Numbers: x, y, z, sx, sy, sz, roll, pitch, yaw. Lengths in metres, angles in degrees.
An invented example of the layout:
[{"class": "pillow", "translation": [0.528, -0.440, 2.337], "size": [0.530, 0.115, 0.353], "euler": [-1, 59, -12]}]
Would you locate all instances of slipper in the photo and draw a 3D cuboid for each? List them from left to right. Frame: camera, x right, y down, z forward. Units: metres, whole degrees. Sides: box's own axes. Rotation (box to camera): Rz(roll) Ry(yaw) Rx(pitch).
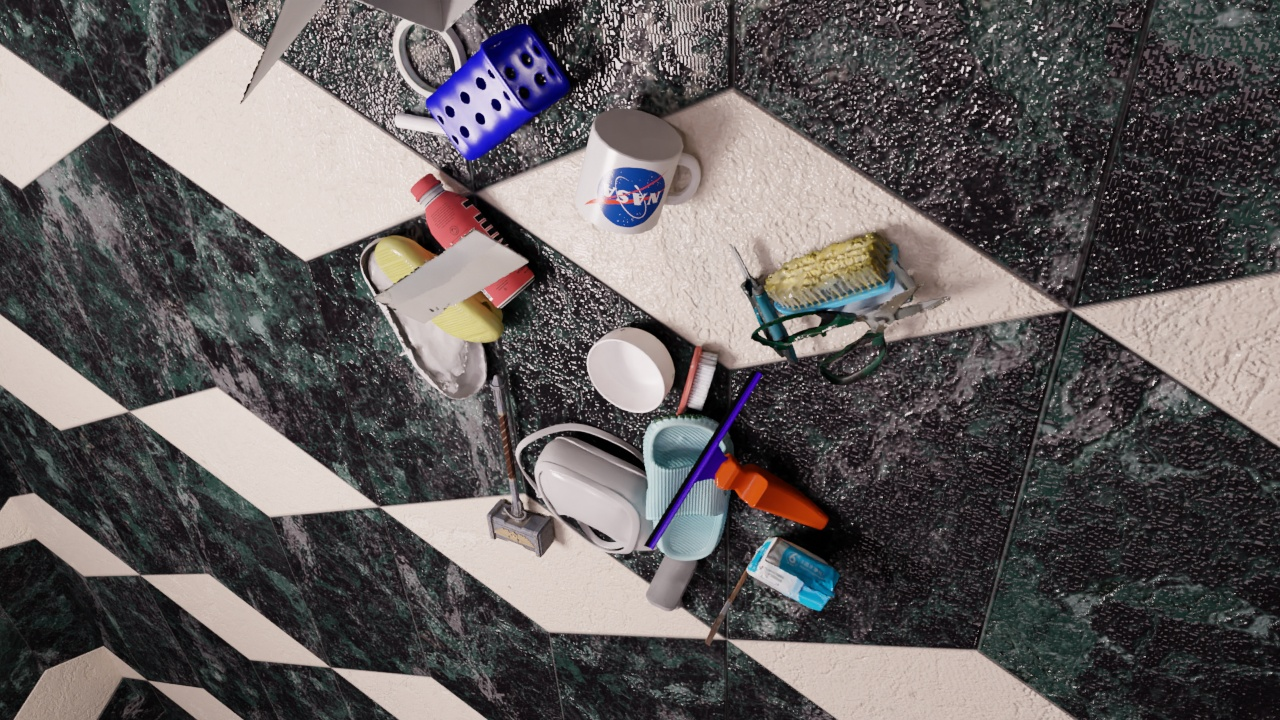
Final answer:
[{"class": "slipper", "translation": [-0.290, -0.054, 1.226], "size": [0.112, 0.074, 0.247], "euler": [-27, 111, 11]}, {"class": "slipper", "translation": [-0.246, -0.099, 1.157], "size": [0.092, 0.081, 0.190], "euler": [-16, 130, 44]}, {"class": "slipper", "translation": [0.062, 0.177, 1.155], "size": [0.116, 0.069, 0.277], "euler": [-5, 131, -4]}]

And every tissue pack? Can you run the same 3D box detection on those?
[{"class": "tissue pack", "translation": [0.187, 0.259, 1.134], "size": [0.093, 0.061, 0.144], "euler": [29, 170, 6]}]

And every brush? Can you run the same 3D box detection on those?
[{"class": "brush", "translation": [0.061, 0.052, 1.107], "size": [0.030, 0.040, 0.173], "euler": [17, 135, 2]}, {"class": "brush", "translation": [0.121, 0.298, 1.178], "size": [0.008, 0.142, 0.045], "euler": [28, 142, 14]}, {"class": "brush", "translation": [0.194, -0.072, 0.913], "size": [0.136, 0.055, 0.075], "euler": [-16, 135, 40]}]

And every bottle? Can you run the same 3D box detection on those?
[{"class": "bottle", "translation": [-0.206, -0.148, 1.106], "size": [0.176, 0.062, 0.062], "euler": [49, 134, -9]}]

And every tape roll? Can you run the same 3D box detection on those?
[{"class": "tape roll", "translation": [-0.232, -0.335, 1.013], "size": [0.093, 0.013, 0.093], "euler": [18, 132, 21]}]

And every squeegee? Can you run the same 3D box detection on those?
[{"class": "squeegee", "translation": [0.145, 0.155, 1.102], "size": [0.184, 0.055, 0.250], "euler": [28, 102, -11]}]

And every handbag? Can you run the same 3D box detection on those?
[{"class": "handbag", "translation": [-0.067, 0.198, 1.291], "size": [0.216, 0.095, 0.223], "euler": [24, 145, 17]}]

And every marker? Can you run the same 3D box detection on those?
[{"class": "marker", "translation": [-0.226, -0.267, 1.059], "size": [0.134, 0.017, 0.020], "euler": [16, 167, 22]}]

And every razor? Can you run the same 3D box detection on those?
[{"class": "razor", "translation": [0.048, 0.328, 1.311], "size": [0.047, 0.088, 0.116], "euler": [21, 151, 18]}]

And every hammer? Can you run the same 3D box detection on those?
[{"class": "hammer", "translation": [-0.189, 0.151, 1.336], "size": [0.098, 0.044, 0.323], "euler": [16, 130, 23]}]

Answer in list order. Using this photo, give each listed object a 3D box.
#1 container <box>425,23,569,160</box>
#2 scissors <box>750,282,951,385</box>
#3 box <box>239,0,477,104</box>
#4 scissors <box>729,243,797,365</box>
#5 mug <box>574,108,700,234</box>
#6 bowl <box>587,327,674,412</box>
[{"class": "container", "translation": [-0.150, -0.276, 0.955], "size": [0.114, 0.084, 0.084], "euler": [-23, 108, 43]}, {"class": "scissors", "translation": [0.229, -0.021, 0.920], "size": [0.210, 0.015, 0.154], "euler": [-15, 140, 37]}, {"class": "box", "translation": [-0.295, -0.311, 0.727], "size": [0.167, 0.504, 0.148], "euler": [-23, 105, 43]}, {"class": "scissors", "translation": [0.128, -0.057, 0.980], "size": [0.129, 0.019, 0.139], "euler": [54, 172, 24]}, {"class": "mug", "translation": [0.002, -0.189, 0.930], "size": [0.121, 0.091, 0.090], "euler": [5, 135, -15]}, {"class": "bowl", "translation": [-0.007, 0.006, 1.101], "size": [0.105, 0.054, 0.105], "euler": [17, 129, 22]}]
